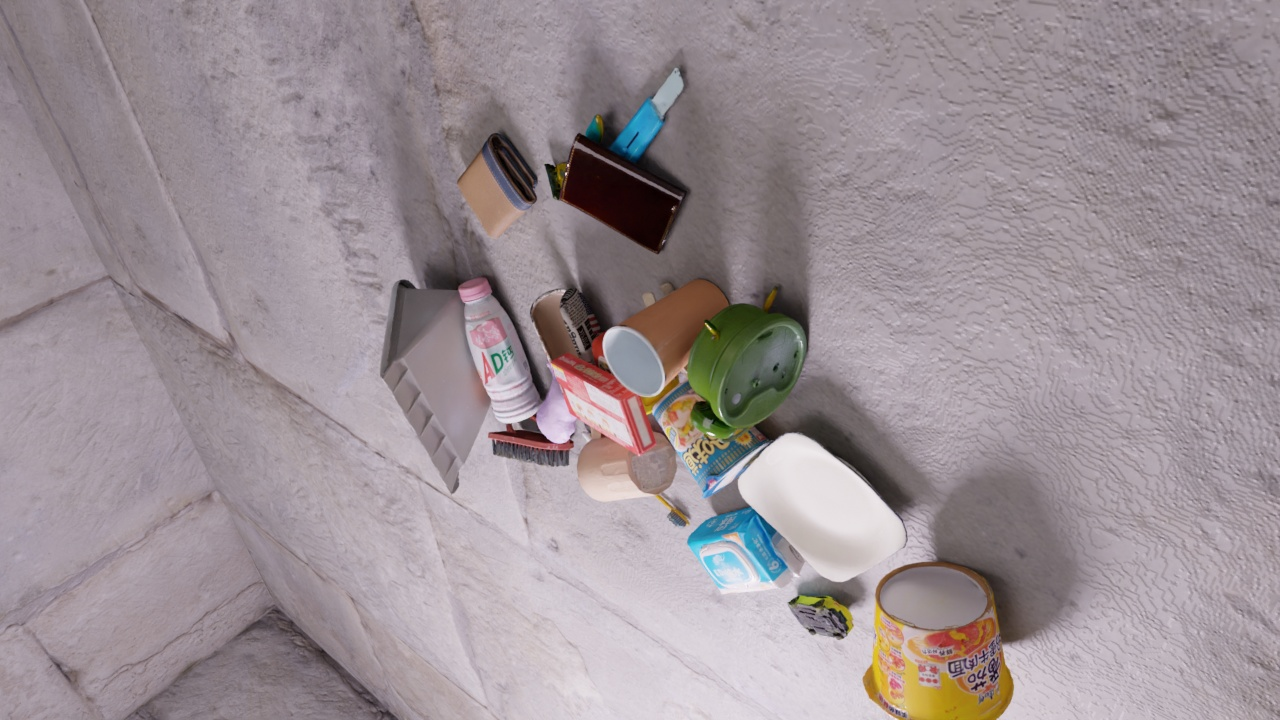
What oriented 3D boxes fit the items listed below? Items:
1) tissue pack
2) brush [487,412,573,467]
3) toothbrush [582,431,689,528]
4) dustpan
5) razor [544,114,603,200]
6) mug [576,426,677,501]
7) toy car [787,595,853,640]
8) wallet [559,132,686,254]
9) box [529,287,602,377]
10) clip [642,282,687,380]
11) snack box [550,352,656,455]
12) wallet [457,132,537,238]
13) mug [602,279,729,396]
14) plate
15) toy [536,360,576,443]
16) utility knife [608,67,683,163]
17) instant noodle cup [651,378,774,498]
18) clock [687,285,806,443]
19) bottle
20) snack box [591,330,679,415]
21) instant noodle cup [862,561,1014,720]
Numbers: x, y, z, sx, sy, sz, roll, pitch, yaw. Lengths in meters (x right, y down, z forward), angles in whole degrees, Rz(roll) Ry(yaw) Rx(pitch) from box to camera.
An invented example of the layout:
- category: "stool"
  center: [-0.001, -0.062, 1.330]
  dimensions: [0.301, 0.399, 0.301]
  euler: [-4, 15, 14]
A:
- category: "tissue pack"
  center: [0.122, 0.227, 1.087]
  dimensions: [0.090, 0.063, 0.140]
  euler: [55, 145, -4]
- category: "brush"
  center: [-0.149, 0.109, 1.298]
  dimensions: [0.146, 0.063, 0.069]
  euler: [6, 95, 45]
- category: "toothbrush"
  center: [-0.010, 0.157, 1.213]
  dimensions: [0.191, 0.018, 0.016]
  euler: [40, 141, 17]
- category: "dustpan"
  center: [-0.297, 0.012, 1.251]
  dimensions: [0.143, 0.256, 0.223]
  euler: [1, 132, 25]
- category: "razor"
  center: [-0.063, -0.213, 0.940]
  dimensions: [0.133, 0.028, 0.043]
  euler: [-39, 59, 58]
- category: "mug"
  center: [-0.020, 0.112, 1.146]
  dimensions: [0.104, 0.084, 0.124]
  euler: [-15, 82, 51]
- category: "toy car"
  center: [0.212, 0.297, 1.077]
  dimensions: [0.048, 0.032, 0.105]
  euler: [54, 156, -3]
- category: "wallet"
  center: [-0.021, -0.165, 0.920]
  dimensions: [0.122, 0.020, 0.097]
  euler: [30, 147, 3]
- category: "box"
  center: [-0.067, -0.007, 1.088]
  dimensions: [0.088, 0.076, 0.163]
  euler: [29, 142, 64]
- category: "clip"
  center: [0.046, -0.033, 0.987]
  dimensions: [0.035, 0.082, 0.104]
  euler: [-12, 89, 53]
- category: "snack box"
  center: [-0.043, 0.046, 1.014]
  dimensions: [0.153, 0.025, 0.075]
  euler: [25, 140, 53]
- category: "wallet"
  center: [-0.168, -0.200, 1.068]
  dimensions: [0.090, 0.033, 0.116]
  euler: [57, 146, -3]
- category: "mug"
  center: [0.031, -0.029, 0.915]
  dimensions: [0.078, 0.122, 0.078]
  euler: [28, 138, 29]
- category: "plate"
  center: [0.192, 0.148, 0.962]
  dimensions: [0.164, 0.034, 0.164]
  euler: [44, 144, 7]
- category: "toy"
  center: [-0.107, 0.061, 1.210]
  dimensions: [0.084, 0.038, 0.108]
  euler: [37, 125, 22]
- category: "utility knife"
  center: [-0.005, -0.215, 0.884]
  dimensions: [0.034, 0.018, 0.192]
  euler: [51, 144, 2]
- category: "instant noodle cup"
  center: [0.072, 0.076, 0.994]
  dimensions: [0.110, 0.099, 0.099]
  euler: [52, 146, 15]
- category: "clock"
  center: [0.100, 0.015, 0.886]
  dimensions: [0.056, 0.115, 0.161]
  euler: [37, 140, 40]
- category: "bottle"
  center: [-0.192, -0.015, 1.231]
  dimensions: [0.068, 0.068, 0.197]
  euler: [8, 122, 45]
- category: "snack box"
  center: [-0.006, 0.006, 1.032]
  dimensions: [0.080, 0.081, 0.091]
  euler: [29, 140, 50]
- category: "instant noodle cup"
  center: [0.287, 0.270, 0.889]
  dimensions: [0.138, 0.137, 0.110]
  euler: [10, 120, 44]
